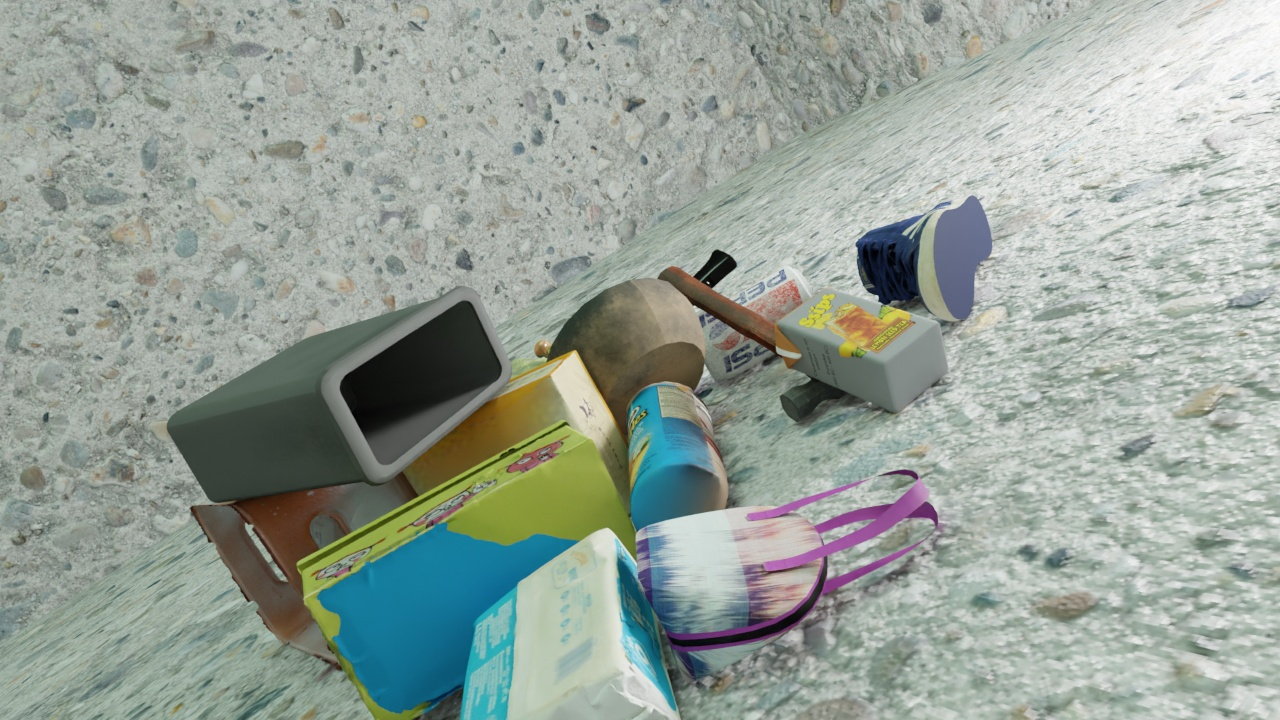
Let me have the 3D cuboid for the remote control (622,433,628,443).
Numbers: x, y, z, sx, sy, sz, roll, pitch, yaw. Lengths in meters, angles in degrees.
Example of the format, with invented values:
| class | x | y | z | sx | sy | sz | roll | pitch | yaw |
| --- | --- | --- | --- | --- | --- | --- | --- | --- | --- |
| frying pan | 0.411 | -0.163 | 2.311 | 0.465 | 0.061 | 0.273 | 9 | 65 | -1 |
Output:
| class | x | y | z | sx | sy | sz | roll | pitch | yaw |
| --- | --- | --- | --- | --- | --- | --- | --- | --- | --- |
| remote control | -0.028 | 0.085 | 0.973 | 0.060 | 0.028 | 0.114 | -35 | 13 | -25 |

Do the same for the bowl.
| class | x | y | z | sx | sy | sz | roll | pitch | yaw |
| --- | --- | --- | --- | --- | --- | --- | --- | --- | --- |
| bowl | -0.005 | 0.005 | 0.884 | 0.162 | 0.162 | 0.070 | -32 | 55 | -11 |

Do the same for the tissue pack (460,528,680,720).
| class | x | y | z | sx | sy | sz | roll | pitch | yaw |
| --- | --- | --- | --- | --- | --- | --- | --- | --- | --- |
| tissue pack | -0.044 | 0.178 | 0.517 | 0.117 | 0.066 | 0.209 | -36 | 12 | 3 |

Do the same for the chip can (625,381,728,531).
| class | x | y | z | sx | sy | sz | roll | pitch | yaw |
| --- | --- | --- | --- | --- | --- | --- | --- | --- | --- |
| chip can | 0.028 | 0.080 | 0.745 | 0.080 | 0.080 | 0.229 | -29 | 12 | 6 |

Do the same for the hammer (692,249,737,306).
| class | x | y | z | sx | sy | sz | roll | pitch | yaw |
| --- | --- | --- | --- | --- | --- | --- | --- | --- | --- |
| hammer | -0.020 | -0.008 | 1.011 | 0.323 | 0.029 | 0.127 | -42 | 36 | -5 |

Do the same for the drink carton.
| class | x | y | z | sx | sy | sz | roll | pitch | yaw |
| --- | --- | --- | --- | --- | --- | --- | --- | --- | --- |
| drink carton | 0.175 | -0.011 | 0.740 | 0.076 | 0.048 | 0.125 | -34 | 32 | -19 |

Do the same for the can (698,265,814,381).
| class | x | y | z | sx | sy | sz | roll | pitch | yaw |
| --- | --- | --- | --- | --- | --- | --- | --- | --- | --- |
| can | 0.124 | -0.039 | 1.000 | 0.136 | 0.078 | 0.078 | -30 | 12 | 3 |

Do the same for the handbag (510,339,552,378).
| class | x | y | z | sx | sy | sz | roll | pitch | yaw |
| --- | --- | --- | --- | --- | --- | --- | --- | --- | --- |
| handbag | -0.101 | 0.026 | 1.110 | 0.186 | 0.117 | 0.113 | 6 | 27 | 14 |

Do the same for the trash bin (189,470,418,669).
| class | x | y | z | sx | sy | sz | roll | pitch | yaw |
| --- | --- | --- | --- | --- | --- | --- | --- | --- | --- |
| trash bin | -0.319 | 0.179 | 0.930 | 0.157 | 0.181 | 0.260 | -36 | 12 | -33 |

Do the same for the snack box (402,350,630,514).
| class | x | y | z | sx | sy | sz | roll | pitch | yaw |
| --- | --- | --- | --- | --- | --- | --- | --- | --- | --- |
| snack box | -0.114 | 0.100 | 0.837 | 0.196 | 0.145 | 0.080 | -24 | 12 | 26 |

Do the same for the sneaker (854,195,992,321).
| class | x | y | z | sx | sy | sz | roll | pitch | yaw |
| --- | --- | --- | --- | --- | --- | --- | --- | --- | --- |
| sneaker | 0.249 | -0.089 | 0.870 | 0.119 | 0.091 | 0.232 | -16 | 17 | 35 |

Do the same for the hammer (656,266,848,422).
| class | x | y | z | sx | sy | sz | roll | pitch | yaw |
| --- | --- | --- | --- | --- | --- | --- | --- | --- | --- |
| hammer | 0.104 | -0.037 | 0.895 | 0.111 | 0.028 | 0.301 | -31 | 34 | -16 |

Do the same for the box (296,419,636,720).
| class | x | y | z | sx | sy | sz | roll | pitch | yaw |
| --- | --- | --- | --- | --- | --- | --- | --- | --- | --- |
| box | -0.116 | 0.148 | 0.656 | 0.220 | 0.124 | 0.082 | -30 | 15 | -14 |

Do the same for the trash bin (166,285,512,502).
| class | x | y | z | sx | sy | sz | roll | pitch | yaw |
| --- | --- | --- | --- | --- | --- | --- | --- | --- | --- |
| trash bin | -0.256 | 0.032 | 0.788 | 0.220 | 0.097 | 0.191 | -12 | 20 | 34 |

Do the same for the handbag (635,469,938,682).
| class | x | y | z | sx | sy | sz | roll | pitch | yaw |
| --- | --- | --- | --- | --- | --- | --- | --- | --- | --- |
| handbag | 0.087 | 0.110 | 0.533 | 0.170 | 0.068 | 0.144 | -23 | 13 | 4 |
